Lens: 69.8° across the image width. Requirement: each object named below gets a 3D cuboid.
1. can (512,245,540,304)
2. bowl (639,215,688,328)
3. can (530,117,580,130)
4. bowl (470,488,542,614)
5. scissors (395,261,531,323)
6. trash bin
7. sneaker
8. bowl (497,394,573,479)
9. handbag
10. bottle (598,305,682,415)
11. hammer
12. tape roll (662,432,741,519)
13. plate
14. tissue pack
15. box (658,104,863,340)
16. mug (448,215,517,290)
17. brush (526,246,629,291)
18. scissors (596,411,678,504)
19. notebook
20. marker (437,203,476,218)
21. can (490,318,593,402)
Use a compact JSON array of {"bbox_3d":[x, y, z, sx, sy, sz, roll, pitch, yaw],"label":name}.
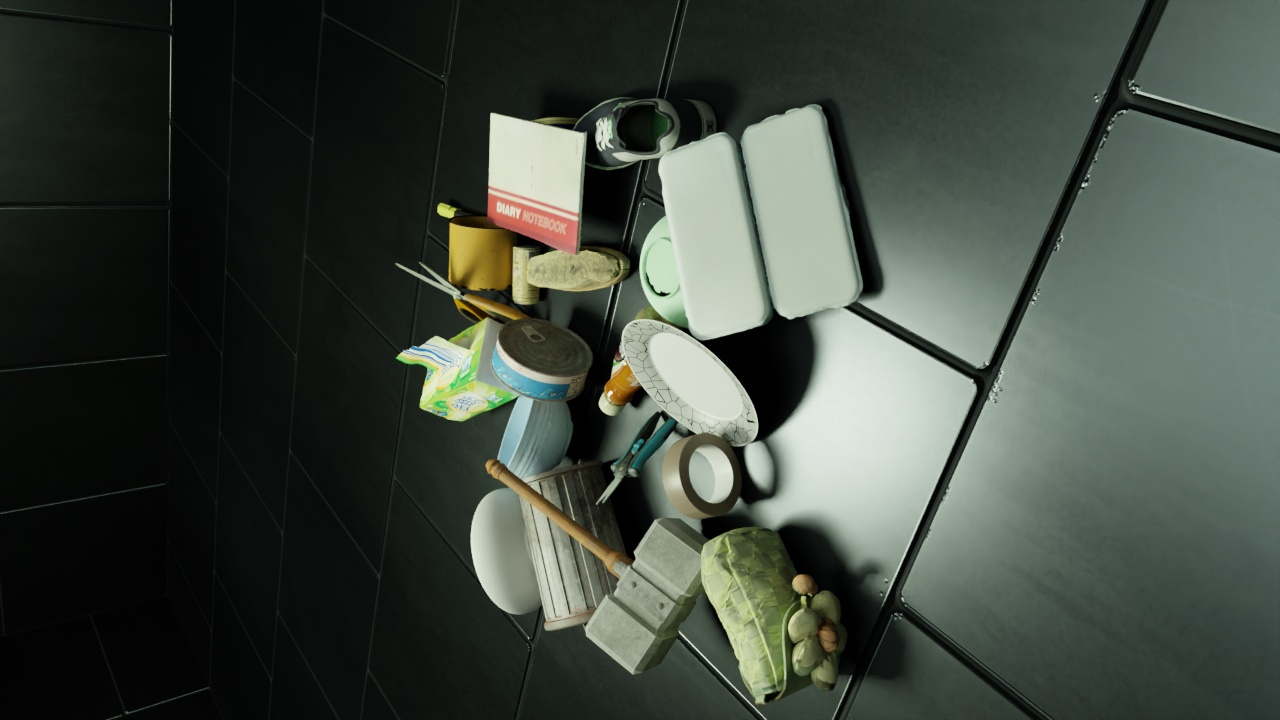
[{"bbox_3d":[-0.162,-0.122,1.305,0.038,0.038,0.079,17,109,47],"label":"can"},{"bbox_3d":[0.051,-0.104,1.028,0.151,0.076,0.151,10,103,49],"label":"bowl"},{"bbox_3d":[-0.128,-0.270,1.225,0.116,0.056,0.092,8,103,49],"label":"can"},{"bbox_3d":[-0.157,0.260,1.281,0.066,0.176,0.176,-19,81,24],"label":"bowl"},{"bbox_3d":[-0.239,-0.085,1.318,0.217,0.225,0.016,17,76,24],"label":"scissors"},{"bbox_3d":[-0.082,0.250,1.207,0.131,0.130,0.211,-27,74,48],"label":"trash bin"},{"bbox_3d":[-0.022,-0.271,1.082,0.236,0.078,0.084,9,104,49],"label":"sneaker"},{"bbox_3d":[-0.140,0.104,1.272,0.150,0.074,0.150,-160,91,-75],"label":"bowl"},{"bbox_3d":[0.145,0.258,0.956,0.117,0.113,0.186,-36,68,39],"label":"handbag"},{"bbox_3d":[-0.007,0.007,1.129,0.059,0.059,0.168,57,137,26],"label":"bottle"},{"bbox_3d":[-0.071,0.211,1.109,0.318,0.083,0.163,34,92,22],"label":"hammer"},{"bbox_3d":[0.070,0.130,1.032,0.030,0.093,0.093,-22,79,49],"label":"tape roll"},{"bbox_3d":[0.057,0.022,1.025,0.188,0.016,0.189,34,154,19],"label":"plate"},{"bbox_3d":[-0.276,0.007,1.361,0.198,0.141,0.120,-30,47,45],"label":"tissue pack"},{"bbox_3d":[0.117,-0.136,0.927,0.189,0.037,0.208,-12,84,30],"label":"box"},{"bbox_3d":[-0.228,-0.159,1.341,0.123,0.100,0.094,-88,3,-72],"label":"mug"},{"bbox_3d":[-0.087,-0.121,1.211,0.196,0.043,0.059,5,100,48],"label":"brush"},{"bbox_3d":[-0.005,0.112,1.105,0.127,0.143,0.019,-28,117,16],"label":"scissors"},{"bbox_3d":[-0.139,-0.233,1.193,0.209,0.012,0.153,25,118,45],"label":"notebook"},{"bbox_3d":[-0.280,-0.228,1.440,0.124,0.021,0.017,23,69,44],"label":"marker"},{"bbox_3d":[-0.131,-0.002,1.217,0.130,0.129,0.044,46,128,35],"label":"can"}]
